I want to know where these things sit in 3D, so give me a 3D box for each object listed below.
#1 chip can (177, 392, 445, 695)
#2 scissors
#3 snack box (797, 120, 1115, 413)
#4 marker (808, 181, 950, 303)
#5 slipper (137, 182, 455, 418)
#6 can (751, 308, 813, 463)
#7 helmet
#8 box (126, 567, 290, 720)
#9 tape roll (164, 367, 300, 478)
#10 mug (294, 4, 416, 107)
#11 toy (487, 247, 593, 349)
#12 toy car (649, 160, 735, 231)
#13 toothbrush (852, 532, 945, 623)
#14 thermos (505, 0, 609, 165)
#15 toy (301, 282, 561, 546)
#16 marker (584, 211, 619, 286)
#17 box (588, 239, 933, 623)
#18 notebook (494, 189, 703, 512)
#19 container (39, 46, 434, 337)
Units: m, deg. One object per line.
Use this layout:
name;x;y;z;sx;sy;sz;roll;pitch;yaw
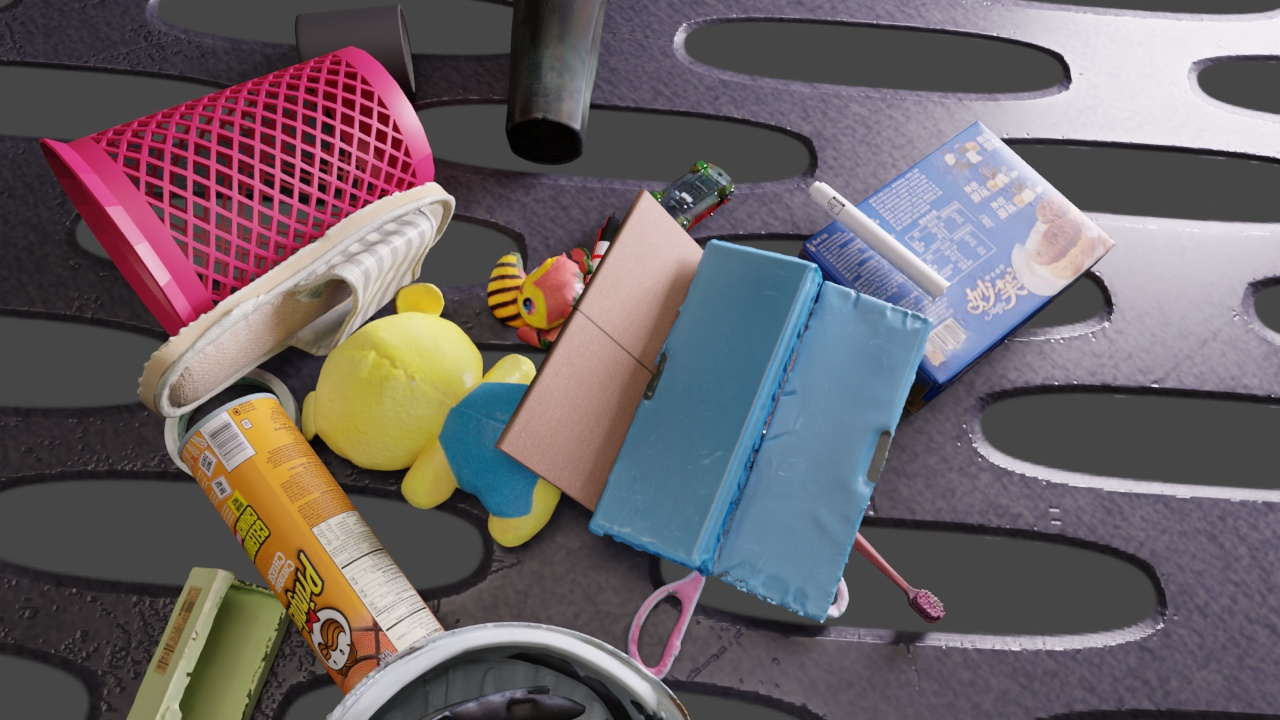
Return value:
chip can;-0.219;0.127;0.620;0.075;0.075;0.215;-36;78;-17
scissors;0.062;0.159;0.658;0.172;0.013;0.170;26;69;3
snack box;0.251;-0.079;0.751;0.202;0.069;0.155;-36;72;-16
marker;0.180;-0.093;0.707;0.133;0.017;0.020;44;108;17
slipper;-0.234;-0.043;0.669;0.054;0.115;0.271;47;55;1
can;0.126;0.025;0.701;0.130;0.044;0.129;4;59;-8
helmet;-0.082;0.284;0.520;0.236;0.164;0.263;-3;76;-14
box;-0.300;0.230;0.595;0.077;0.090;0.187;5;66;22
tape roll;-0.307;0.049;0.693;0.094;0.018;0.093;1;66;-3
mug;-0.251;-0.277;0.818;0.088;0.078;0.113;-8;39;-7
toy;-0.078;-0.052;0.726;0.104;0.046;0.084;11;91;36
toy car;0.040;-0.133;0.782;0.091;0.036;0.042;-40;73;-18
toothbrush;0.150;0.122;0.684;0.016;0.016;0.190;-41;74;-18
thermos;-0.076;-0.288;0.817;0.098;0.098;0.220;4;70;-1
toy;-0.138;0.035;0.673;0.214;0.084;0.148;28;63;8
marker;-0.036;-0.063;0.756;0.019;0.019;0.145;12;66;2
box;0.084;0.039;0.632;0.177;0.048;0.231;18;76;17
notebook;-0.004;0.004;0.665;0.008;0.141;0.208;10;66;48
container;-0.287;-0.134;0.700;0.225;0.184;0.183;-38;73;-26
